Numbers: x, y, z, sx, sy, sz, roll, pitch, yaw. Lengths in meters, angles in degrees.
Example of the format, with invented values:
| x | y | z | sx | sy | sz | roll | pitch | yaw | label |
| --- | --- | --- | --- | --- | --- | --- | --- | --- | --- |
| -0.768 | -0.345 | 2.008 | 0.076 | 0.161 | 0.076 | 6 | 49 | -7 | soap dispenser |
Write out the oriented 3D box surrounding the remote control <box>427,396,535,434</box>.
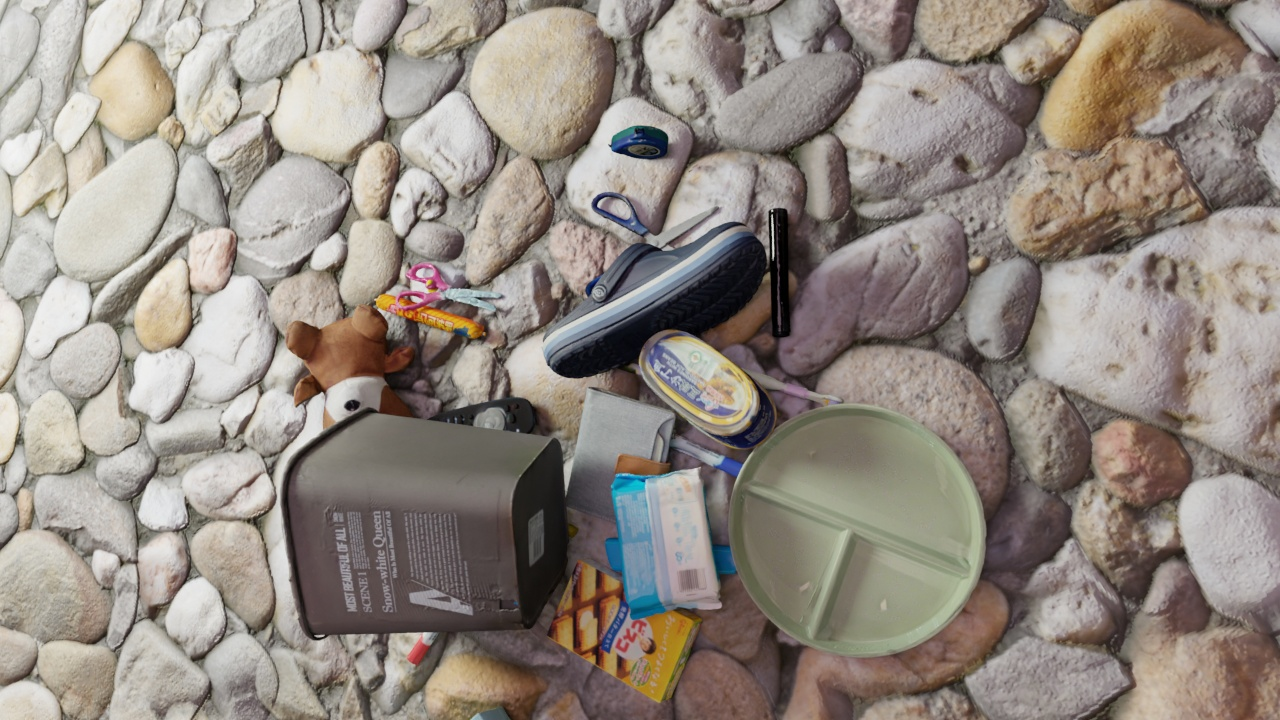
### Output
| x | y | z | sx | sy | sz | roll | pitch | yaw | label |
| --- | --- | --- | --- | --- | --- | --- | --- | --- | --- |
| -0.180 | 0.075 | 1.019 | 0.136 | 0.024 | 0.053 | -13 | 75 | 10 | remote control |

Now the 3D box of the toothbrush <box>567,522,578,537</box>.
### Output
| x | y | z | sx | sy | sz | roll | pitch | yaw | label |
| --- | --- | --- | --- | --- | --- | --- | --- | --- | --- |
| -0.151 | 0.154 | 1.003 | 0.190 | 0.015 | 0.016 | 19 | 93 | 24 | toothbrush |

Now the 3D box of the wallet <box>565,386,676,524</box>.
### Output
| x | y | z | sx | sy | sz | roll | pitch | yaw | label |
| --- | --- | --- | --- | --- | --- | --- | --- | --- | --- |
| -0.020 | 0.103 | 0.934 | 0.107 | 0.037 | 0.130 | 16 | 101 | 23 | wallet |

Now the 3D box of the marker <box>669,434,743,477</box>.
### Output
| x | y | z | sx | sy | sz | roll | pitch | yaw | label |
| --- | --- | --- | --- | --- | --- | --- | --- | --- | --- |
| 0.044 | 0.087 | 0.933 | 0.146 | 0.017 | 0.017 | 23 | 89 | 24 | marker |

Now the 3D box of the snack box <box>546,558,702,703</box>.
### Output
| x | y | z | sx | sy | sz | roll | pitch | yaw | label |
| --- | --- | --- | --- | --- | --- | --- | --- | --- | --- |
| -0.017 | 0.268 | 0.919 | 0.140 | 0.033 | 0.087 | 23 | 90 | 22 | snack box |

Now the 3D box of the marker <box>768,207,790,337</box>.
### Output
| x | y | z | sx | sy | sz | roll | pitch | yaw | label |
| --- | --- | --- | --- | --- | --- | --- | --- | --- | --- |
| 0.140 | -0.089 | 0.923 | 0.020 | 0.022 | 0.132 | 3 | 80 | -14 | marker |

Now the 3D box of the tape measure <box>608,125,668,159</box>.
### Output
| x | y | z | sx | sy | sz | roll | pitch | yaw | label |
| --- | --- | --- | --- | --- | --- | --- | --- | --- | --- |
| 0.002 | -0.236 | 0.988 | 0.058 | 0.054 | 0.025 | -4 | 80 | 54 | tape measure |

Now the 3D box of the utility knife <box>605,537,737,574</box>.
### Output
| x | y | z | sx | sy | sz | roll | pitch | yaw | label |
| --- | --- | --- | --- | --- | --- | --- | --- | --- | --- |
| 0.052 | 0.196 | 0.911 | 0.186 | 0.018 | 0.034 | -2 | 79 | 21 | utility knife |

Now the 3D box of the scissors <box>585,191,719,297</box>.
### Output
| x | y | z | sx | sy | sz | roll | pitch | yaw | label |
| --- | --- | --- | --- | --- | --- | --- | --- | --- | --- |
| 0.004 | -0.126 | 0.991 | 0.176 | 0.012 | 0.162 | -40 | 69 | 9 | scissors |

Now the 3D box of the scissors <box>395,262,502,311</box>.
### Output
| x | y | z | sx | sy | sz | roll | pitch | yaw | label |
| --- | --- | --- | --- | --- | --- | --- | --- | --- | --- |
| -0.225 | -0.070 | 1.063 | 0.138 | 0.017 | 0.076 | 21 | 63 | 22 | scissors |

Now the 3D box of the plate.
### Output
| x | y | z | sx | sy | sz | roll | pitch | yaw | label |
| --- | --- | --- | --- | --- | --- | --- | --- | --- | --- |
| 0.196 | 0.154 | 0.846 | 0.230 | 0.027 | 0.230 | -2 | 83 | 17 | plate |

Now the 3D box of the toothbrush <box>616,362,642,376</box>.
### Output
| x | y | z | sx | sy | sz | roll | pitch | yaw | label |
| --- | --- | --- | --- | --- | --- | --- | --- | --- | --- |
| -0.006 | 0.006 | 0.972 | 0.186 | 0.012 | 0.017 | 17 | 81 | 24 | toothbrush |

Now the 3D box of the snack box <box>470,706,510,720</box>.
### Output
| x | y | z | sx | sy | sz | roll | pitch | yaw | label |
| --- | --- | --- | --- | --- | --- | --- | --- | --- | --- |
| -0.194 | 0.442 | 0.949 | 0.175 | 0.051 | 0.074 | -43 | 67 | 9 | snack box |

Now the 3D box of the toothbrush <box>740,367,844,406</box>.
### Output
| x | y | z | sx | sy | sz | roll | pitch | yaw | label |
| --- | --- | --- | --- | --- | --- | --- | --- | --- | --- |
| 0.111 | 0.019 | 0.917 | 0.190 | 0.029 | 0.020 | 19 | 46 | 25 | toothbrush |

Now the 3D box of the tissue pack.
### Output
| x | y | z | sx | sy | sz | roll | pitch | yaw | label |
| --- | --- | --- | --- | --- | --- | --- | --- | --- | --- |
| 0.024 | 0.172 | 0.876 | 0.090 | 0.063 | 0.140 | -9 | 82 | 6 | tissue pack |

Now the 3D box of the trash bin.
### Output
| x | y | z | sx | sy | sz | roll | pitch | yaw | label |
| --- | --- | --- | --- | --- | --- | --- | --- | --- | --- |
| -0.198 | 0.161 | 0.899 | 0.220 | 0.198 | 0.199 | 1 | 107 | 14 | trash bin |

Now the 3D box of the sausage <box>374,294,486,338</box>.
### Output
| x | y | z | sx | sy | sz | roll | pitch | yaw | label |
| --- | --- | --- | --- | --- | --- | --- | --- | --- | --- |
| -0.248 | -0.052 | 1.075 | 0.165 | 0.021 | 0.021 | 17 | 87 | 24 | sausage |

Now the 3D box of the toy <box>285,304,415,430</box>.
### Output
| x | y | z | sx | sy | sz | roll | pitch | yaw | label |
| --- | --- | --- | --- | --- | --- | --- | --- | --- | --- |
| -0.319 | 0.039 | 1.042 | 0.140 | 0.130 | 0.199 | -16 | 81 | -7 | toy |

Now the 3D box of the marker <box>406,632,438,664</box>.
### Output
| x | y | z | sx | sy | sz | roll | pitch | yaw | label |
| --- | --- | --- | --- | --- | --- | --- | --- | --- | --- |
| -0.211 | 0.271 | 1.006 | 0.017 | 0.017 | 0.145 | 35 | 95 | 24 | marker |

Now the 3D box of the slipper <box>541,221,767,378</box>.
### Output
| x | y | z | sx | sy | sz | roll | pitch | yaw | label |
| --- | --- | --- | --- | --- | --- | --- | --- | --- | --- |
| 0.009 | -0.067 | 0.931 | 0.253 | 0.105 | 0.095 | -29 | 66 | 17 | slipper |

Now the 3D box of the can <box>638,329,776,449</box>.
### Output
| x | y | z | sx | sy | sz | roll | pitch | yaw | label |
| --- | --- | --- | --- | --- | --- | --- | --- | --- | --- |
| 0.063 | 0.026 | 0.887 | 0.148 | 0.049 | 0.074 | 38 | 91 | 35 | can |
